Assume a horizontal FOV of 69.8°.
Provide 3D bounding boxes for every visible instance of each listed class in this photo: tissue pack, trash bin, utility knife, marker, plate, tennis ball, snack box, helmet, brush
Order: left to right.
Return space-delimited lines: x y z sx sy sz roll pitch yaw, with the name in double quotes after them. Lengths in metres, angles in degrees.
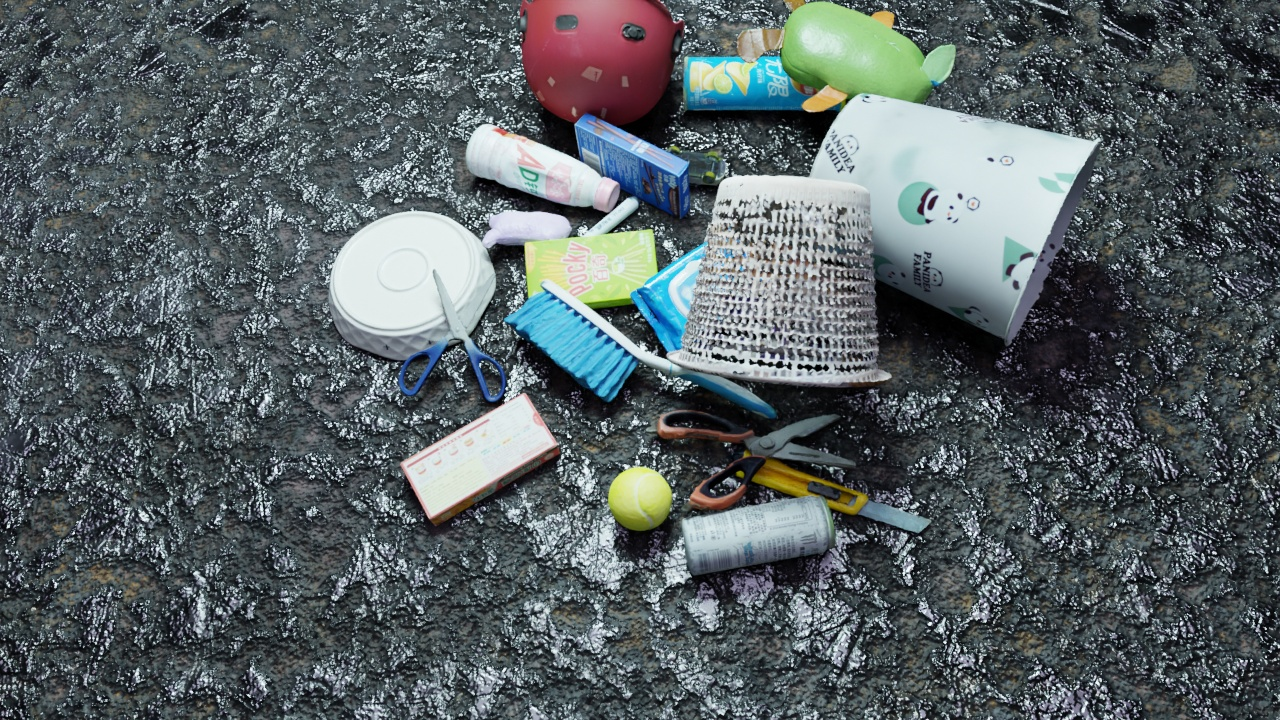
-0.281 -0.099 1.111 0.205 0.046 0.204 -2 61 3 "plate"
-0.174 0.106 0.999 0.155 0.027 0.077 -30 64 -11 "snack box"
-0.058 -0.105 1.097 0.156 0.026 0.085 -6 75 1 "snack box"
-0.054 -0.372 1.153 0.207 0.240 0.144 6 94 -4 "helmet"
-0.050 -0.160 1.142 0.130 0.018 0.022 -41 76 -16 "marker"
-0.009 -0.242 1.145 0.157 0.085 0.026 30 68 19 "snack box"
-0.006 0.006 1.019 0.314 0.060 0.109 37 83 16 "brush"
0.000 0.142 0.943 0.065 0.065 0.065 -2 61 3 "tennis ball"
0.074 -0.081 1.054 0.157 0.052 0.095 -34 85 -14 "tissue pack"
0.146 -0.083 0.927 0.227 0.227 0.192 5 97 7 "trash bin"
0.194 0.136 0.960 0.219 0.015 0.033 18 67 13 "utility knife"
0.330 -0.168 1.009 0.252 0.230 0.229 25 66 24 "trash bin"

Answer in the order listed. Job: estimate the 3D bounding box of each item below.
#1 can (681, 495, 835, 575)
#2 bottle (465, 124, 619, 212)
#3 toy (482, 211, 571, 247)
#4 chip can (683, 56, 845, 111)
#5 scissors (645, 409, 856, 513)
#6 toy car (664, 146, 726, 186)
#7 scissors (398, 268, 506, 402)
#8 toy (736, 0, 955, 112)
0.117 0.175 0.921 0.146 0.058 0.058 -10 61 -1 "can"
-0.122 -0.238 1.166 0.197 0.068 0.068 22 65 11 "bottle"
-0.139 -0.161 1.133 0.108 0.039 0.083 2 34 1 "toy"
0.162 -0.365 1.206 0.210 0.071 0.071 2 61 6 "chip can"
0.113 0.093 0.973 0.225 0.015 0.189 -29 46 -29 "scissors"
0.064 -0.244 1.169 0.090 0.035 0.042 8 63 8 "toy car"
-0.209 -0.021 1.048 0.175 0.012 0.162 -44 87 -6 "scissors"
0.248 -0.373 1.117 0.247 0.090 0.226 31 65 10 "toy"
